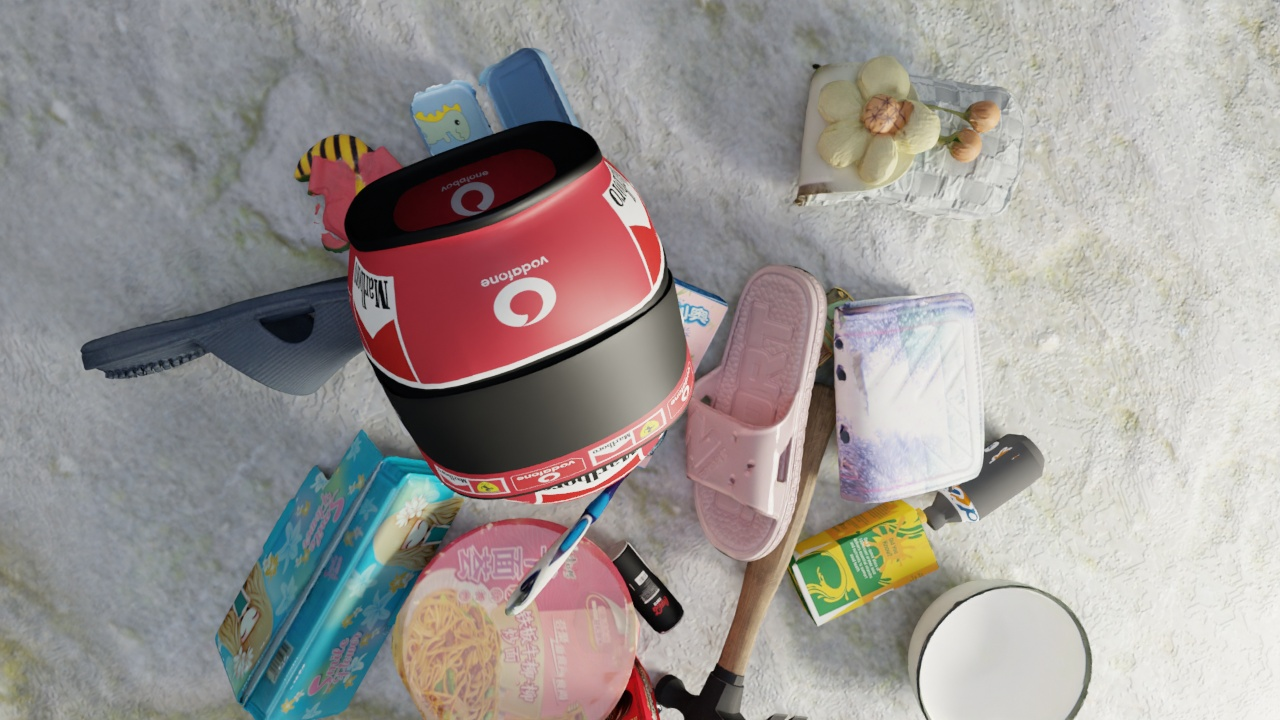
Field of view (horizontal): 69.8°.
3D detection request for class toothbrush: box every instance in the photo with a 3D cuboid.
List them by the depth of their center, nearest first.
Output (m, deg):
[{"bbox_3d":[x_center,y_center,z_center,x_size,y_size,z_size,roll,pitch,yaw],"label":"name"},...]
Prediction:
[{"bbox_3d":[-0.040,0.120,0.704,0.016,0.017,0.188,40,76,3],"label":"toothbrush"}]

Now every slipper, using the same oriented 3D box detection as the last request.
[{"bbox_3d":[-0.279,-0.009,0.688,0.263,0.101,0.082,-14,97,-1],"label":"slipper"},{"bbox_3d":[0.082,0.041,0.722,0.064,0.094,0.239,1,104,-49],"label":"slipper"}]

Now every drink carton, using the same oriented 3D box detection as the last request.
[{"bbox_3d":[0.190,0.170,0.787,0.122,0.041,0.058,-24,99,-2],"label":"drink carton"}]

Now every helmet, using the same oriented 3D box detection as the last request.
[{"bbox_3d":[-0.070,-0.018,0.578,0.197,0.271,0.225,-22,116,-7],"label":"helmet"}]

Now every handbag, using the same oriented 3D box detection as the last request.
[{"bbox_3d":[0.214,-0.169,0.706,0.171,0.123,0.112,7,90,-1],"label":"handbag"},{"bbox_3d":[0.208,0.027,0.745,0.126,0.069,0.158,-9,99,-27],"label":"handbag"}]

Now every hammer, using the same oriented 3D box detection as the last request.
[{"bbox_3d":[0.109,0.166,0.754,0.040,0.132,0.305,23,85,-38],"label":"hammer"}]

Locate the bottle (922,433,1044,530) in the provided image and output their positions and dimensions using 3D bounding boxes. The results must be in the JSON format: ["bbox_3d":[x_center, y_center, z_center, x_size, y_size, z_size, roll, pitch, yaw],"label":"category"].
[{"bbox_3d":[0.292,0.107,0.787,0.112,0.047,0.047,-35,99,-1],"label":"bottle"}]

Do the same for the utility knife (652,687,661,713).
[{"bbox_3d":[-0.083,0.349,0.793,0.227,0.019,0.030,-30,94,-6],"label":"utility knife"}]

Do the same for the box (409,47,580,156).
[{"bbox_3d":[-0.087,-0.129,0.721,0.122,0.047,0.209,-26,99,-4],"label":"box"}]

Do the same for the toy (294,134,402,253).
[{"bbox_3d":[-0.219,-0.128,0.707,0.084,0.046,0.103,-36,92,2],"label":"toy"}]

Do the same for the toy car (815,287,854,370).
[{"bbox_3d":[0.139,-0.013,0.755,0.112,0.047,0.047,-39,98,-2],"label":"toy car"}]

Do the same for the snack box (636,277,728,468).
[{"bbox_3d":[-0.004,0.004,0.727,0.088,0.033,0.154,21,105,-23],"label":"snack box"}]

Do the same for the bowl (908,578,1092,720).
[{"bbox_3d":[0.300,0.256,0.793,0.153,0.073,0.153,-1,98,-5],"label":"bowl"}]

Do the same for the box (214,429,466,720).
[{"bbox_3d":[-0.250,0.162,0.737,0.117,0.097,0.227,32,94,25],"label":"box"}]

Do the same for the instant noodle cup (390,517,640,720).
[{"bbox_3d":[-0.097,0.216,0.727,0.178,0.078,0.178,2,80,-9],"label":"instant noodle cup"}]

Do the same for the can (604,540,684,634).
[{"bbox_3d":[0.001,0.192,0.774,0.031,0.031,0.080,-39,99,0],"label":"can"}]

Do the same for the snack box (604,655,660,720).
[{"bbox_3d":[-0.050,0.304,0.722,0.132,0.152,0.036,-31,99,-2],"label":"snack box"}]
